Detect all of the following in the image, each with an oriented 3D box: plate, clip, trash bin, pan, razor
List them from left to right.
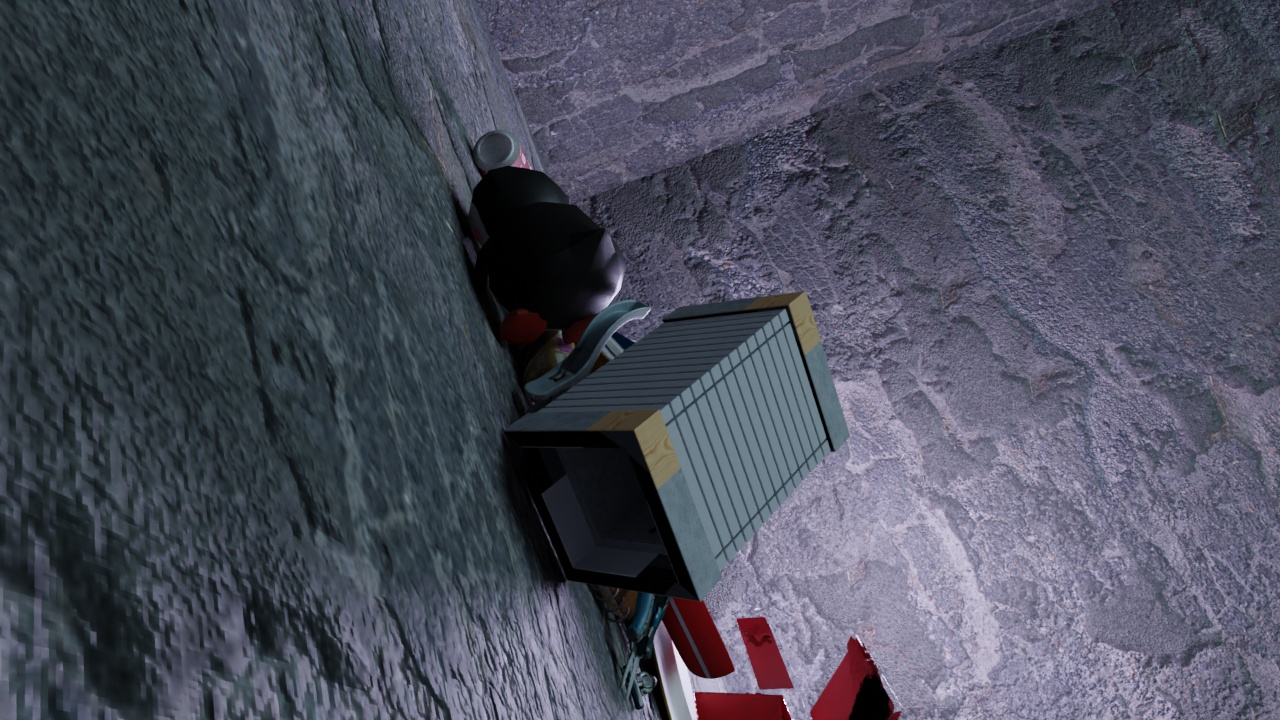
[{"bbox_3d":[-0.041,-0.014,0.876,0.173,0.030,0.159,-12,121,-53],"label":"clip"},{"bbox_3d":[0.006,0.326,0.928,0.144,0.022,0.042,68,3,-71],"label":"razor"},{"bbox_3d":[0.042,0.385,1.140,0.229,0.021,0.230,-12,87,-88],"label":"plate"},{"bbox_3d":[0.049,0.281,1.108,0.208,0.067,0.356,63,-5,17],"label":"pan"},{"bbox_3d":[0.041,0.061,0.774,0.246,0.143,0.142,-36,113,-42],"label":"trash bin"}]

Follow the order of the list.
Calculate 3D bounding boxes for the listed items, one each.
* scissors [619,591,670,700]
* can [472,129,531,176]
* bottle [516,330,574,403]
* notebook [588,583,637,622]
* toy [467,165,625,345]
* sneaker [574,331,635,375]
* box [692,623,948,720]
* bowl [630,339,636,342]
[{"bbox_3d":[0.008,0.245,0.877,0.148,0.019,0.123,-14,101,-66],"label":"scissors"},{"bbox_3d":[-0.182,-0.259,1.245,0.114,0.063,0.063,67,3,-71],"label":"can"},{"bbox_3d":[-0.102,-0.024,0.962,0.166,0.059,0.060,-110,179,-46],"label":"bottle"},{"bbox_3d":[-0.016,0.124,0.872,0.167,0.024,0.226,-54,139,-35],"label":"notebook"},{"bbox_3d":[-0.100,-0.127,0.902,0.184,0.158,0.140,58,-49,32],"label":"toy"},{"bbox_3d":[-0.007,0.007,1.121,0.295,0.127,0.121,35,-61,40],"label":"sneaker"},{"bbox_3d":[0.217,0.468,1.155,0.211,0.318,0.121,-92,162,-84],"label":"box"},{"bbox_3d":[-0.042,0.060,1.327,0.178,0.081,0.178,6,83,-61],"label":"bowl"}]
